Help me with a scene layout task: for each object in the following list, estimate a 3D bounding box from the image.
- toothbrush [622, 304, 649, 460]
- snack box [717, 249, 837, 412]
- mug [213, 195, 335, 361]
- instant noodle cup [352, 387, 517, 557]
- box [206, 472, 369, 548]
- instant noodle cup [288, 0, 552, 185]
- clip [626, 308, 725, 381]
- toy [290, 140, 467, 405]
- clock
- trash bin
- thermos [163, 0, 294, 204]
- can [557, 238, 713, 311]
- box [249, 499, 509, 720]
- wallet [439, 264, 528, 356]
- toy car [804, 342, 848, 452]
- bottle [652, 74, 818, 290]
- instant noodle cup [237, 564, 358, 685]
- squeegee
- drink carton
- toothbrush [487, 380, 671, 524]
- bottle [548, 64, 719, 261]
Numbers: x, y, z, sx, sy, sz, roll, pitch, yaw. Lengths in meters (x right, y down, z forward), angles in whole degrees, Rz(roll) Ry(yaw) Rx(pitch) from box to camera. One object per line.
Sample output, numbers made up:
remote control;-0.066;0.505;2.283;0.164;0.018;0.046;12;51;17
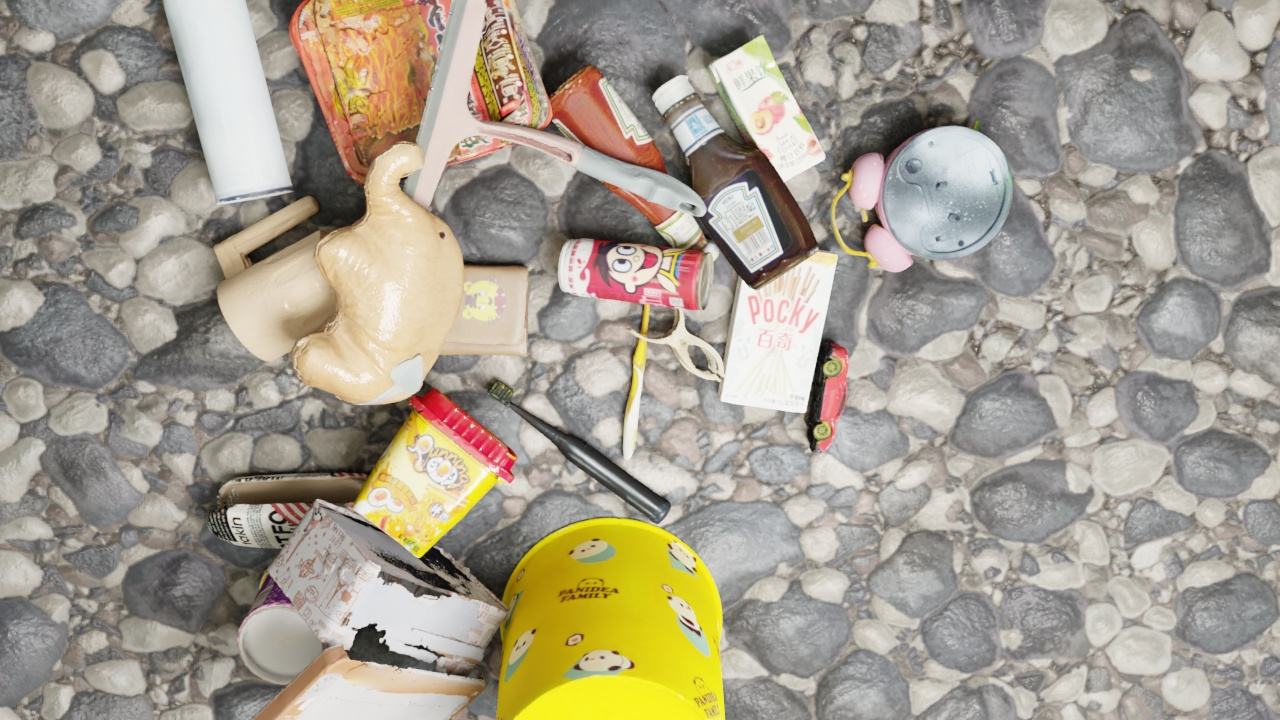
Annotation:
toothbrush;-0.005;0.005;0.879;0.018;0.016;0.191;1;104;-28
snack box;0.128;-0.032;0.871;0.084;0.027;0.157;8;103;-3
mug;-0.318;-0.077;0.831;0.103;0.084;0.124;-28;75;3
instant noodle cup;-0.191;0.103;0.838;0.116;0.116;0.123;40;83;-9
box;-0.330;0.143;0.895;0.163;0.080;0.075;-4;134;-2
instant noodle cup;-0.184;-0.247;0.788;0.189;0.079;0.164;-18;102;1
clip;0.039;-0.014;0.862;0.097;0.034;0.061;43;88;-16
toy;-0.208;-0.070;0.773;0.082;0.143;0.226;24;103;33
clock;0.250;-0.145;0.831;0.158;0.059;0.117;-21;103;2
trash bin;-0.026;0.295;0.824;0.229;0.255;0.230;0;102;-2
thermos;-0.363;-0.251;0.791;0.073;0.073;0.224;-10;102;1
can;-0.004;-0.078;0.826;0.133;0.053;0.053;8;103;15
box;-0.244;0.261;0.814;0.192;0.156;0.183;-56;136;-4
wallet;-0.163;-0.047;0.859;0.115;0.033;0.090;2;102;-5
toy car;0.178;0.037;0.875;0.031;0.049;0.106;8;101;-2
bottle;0.077;-0.160;0.808;0.080;0.043;0.195;-32;91;35
instant noodle cup;-0.330;0.252;0.888;0.111;0.099;0.111;-1;104;-2
squeegee;-0.059;-0.168;0.765;0.249;0.040;0.248;15;138;-17
drink carton;0.111;-0.221;0.817;0.053;0.045;0.122;-31;102;0
toothbrush;-0.060;0.088;0.894;0.212;0.026;0.027;38;108;-8
bottle;-0.002;-0.166;0.823;0.060;0.059;0.206;-38;107;7
